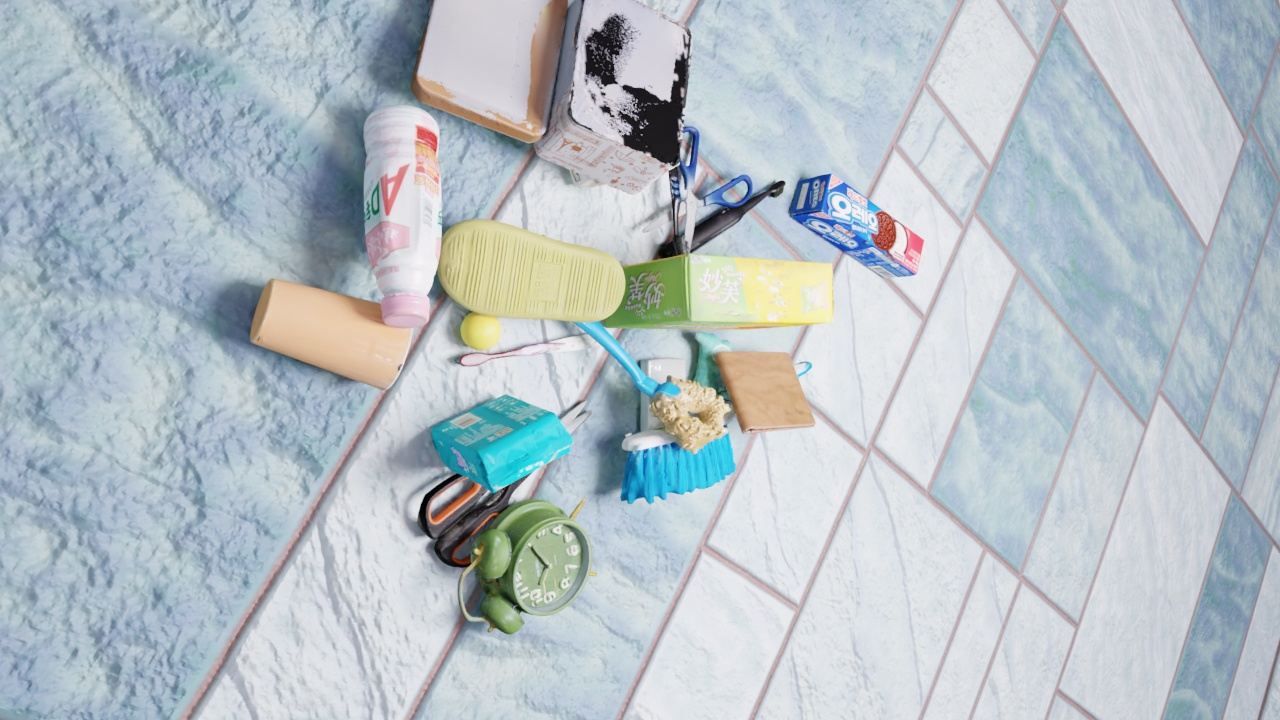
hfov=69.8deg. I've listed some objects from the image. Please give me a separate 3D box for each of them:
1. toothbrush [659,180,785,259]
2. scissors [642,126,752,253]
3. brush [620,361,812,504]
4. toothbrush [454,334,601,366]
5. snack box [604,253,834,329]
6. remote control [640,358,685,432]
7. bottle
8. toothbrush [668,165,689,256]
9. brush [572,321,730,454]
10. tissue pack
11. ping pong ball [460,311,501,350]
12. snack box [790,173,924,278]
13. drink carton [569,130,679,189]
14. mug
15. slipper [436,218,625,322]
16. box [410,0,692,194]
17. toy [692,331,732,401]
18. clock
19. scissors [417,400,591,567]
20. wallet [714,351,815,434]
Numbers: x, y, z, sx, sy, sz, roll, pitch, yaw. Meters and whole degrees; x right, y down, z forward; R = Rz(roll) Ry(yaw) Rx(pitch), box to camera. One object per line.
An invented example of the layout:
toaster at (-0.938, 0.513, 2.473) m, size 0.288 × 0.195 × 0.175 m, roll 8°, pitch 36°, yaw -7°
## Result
toothbrush at (0.105, -0.170, 1.102) m, size 0.212 × 0.026 × 0.027 m, roll -34°, pitch 141°, yaw -30°
scissors at (0.066, -0.192, 1.062) m, size 0.174 × 0.012 × 0.162 m, roll -11°, pitch 88°, yaw -30°
brush at (0.101, 0.079, 1.074) m, size 0.313 × 0.061 × 0.109 m, roll -12°, pitch 96°, yaw -38°
toothbrush at (-0.109, -0.012, 0.965) m, size 0.187 × 0.017 × 0.016 m, roll -11°, pitch 96°, yaw -37°
snack box at (0.085, -0.071, 1.011) m, size 0.209 × 0.158 × 0.070 m, roll -1°, pitch 90°, yaw -35°
remote control at (0.026, 0.064, 1.061) m, size 0.056 × 0.019 × 0.135 m, roll -3°, pitch 95°, yaw -35°
bottle at (-0.212, -0.127, 0.818) m, size 0.068 × 0.068 × 0.196 m, roll 7°, pitch 70°, yaw -36°
toothbrush at (0.039, -0.202, 1.034) m, size 0.014 × 0.016 × 0.189 m, roll 0°, pitch 83°, yaw -34°
brush at (-0.006, 0.006, 0.980) m, size 0.254 × 0.046 × 0.083 m, roll 41°, pitch 51°, yaw -8°
tissue pack at (-0.133, 0.078, 0.879) m, size 0.093 × 0.134 × 0.050 m, roll -27°, pitch 111°, yaw -28°
ping pong ball at (-0.158, -0.030, 0.911) m, size 0.040 × 0.040 × 0.040 m, roll -2°, pitch 94°, yaw -36°
snack box at (0.290, -0.174, 1.214) m, size 0.207 × 0.057 × 0.058 m, roll 24°, pitch 76°, yaw -34°
drink carton at (-0.021, -0.223, 0.995) m, size 0.122 × 0.046 × 0.053 m, roll -17°, pitch 90°, yaw -36°
mug at (-0.274, -0.027, 0.812) m, size 0.122 × 0.078 × 0.078 m, roll 19°, pitch 81°, yaw -29°
slipper at (-0.111, -0.086, 0.920) m, size 0.190 × 0.081 × 0.092 m, roll 10°, pitch 99°, yaw -20°
box at (-0.083, -0.289, 0.901) m, size 0.259 × 0.082 × 0.176 m, roll 17°, pitch 67°, yaw -25°
toy at (0.087, 0.016, 1.097) m, size 0.096 × 0.030 × 0.092 m, roll 18°, pitch 90°, yaw -42°
clock at (-0.117, 0.210, 0.933) m, size 0.160 × 0.056 × 0.116 m, roll -22°, pitch 112°, yaw -37°
scissors at (-0.129, 0.128, 0.959) m, size 0.234 × 0.022 × 0.148 m, roll -17°, pitch 110°, yaw -39°
wallet at (0.148, 0.035, 1.076) m, size 0.115 × 0.020 × 0.101 m, roll -2°, pitch 63°, yaw -34°
